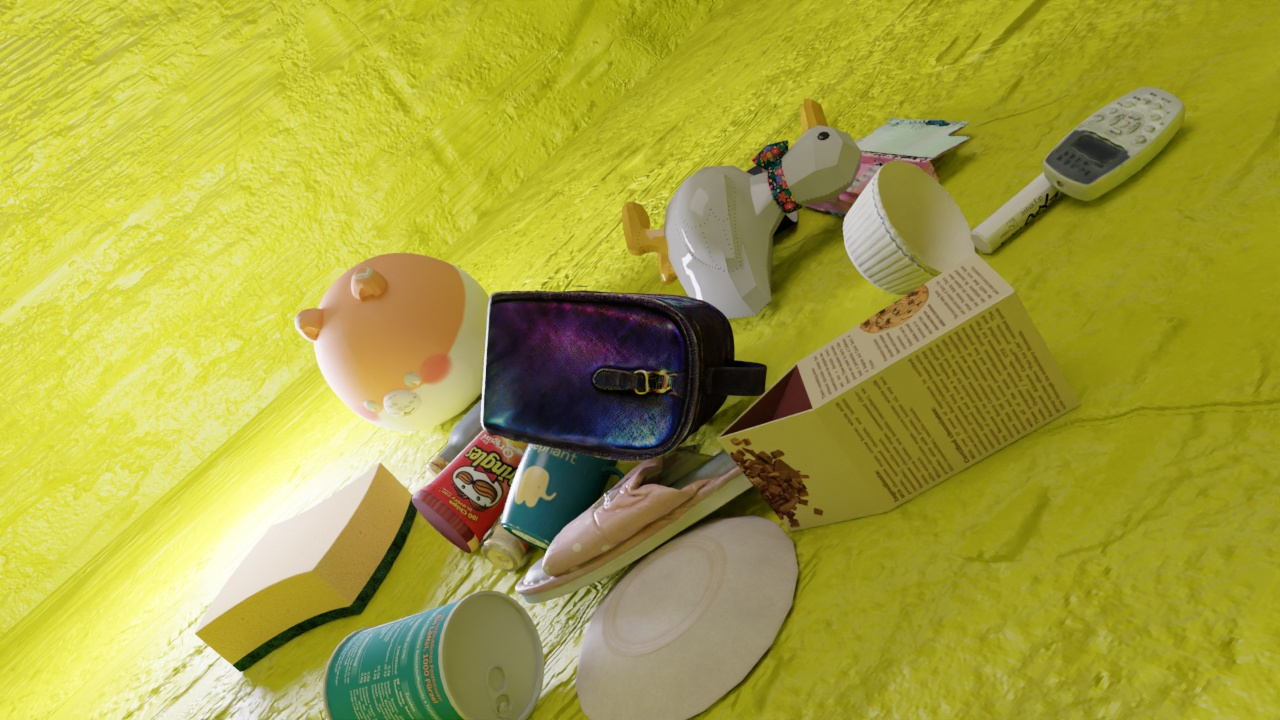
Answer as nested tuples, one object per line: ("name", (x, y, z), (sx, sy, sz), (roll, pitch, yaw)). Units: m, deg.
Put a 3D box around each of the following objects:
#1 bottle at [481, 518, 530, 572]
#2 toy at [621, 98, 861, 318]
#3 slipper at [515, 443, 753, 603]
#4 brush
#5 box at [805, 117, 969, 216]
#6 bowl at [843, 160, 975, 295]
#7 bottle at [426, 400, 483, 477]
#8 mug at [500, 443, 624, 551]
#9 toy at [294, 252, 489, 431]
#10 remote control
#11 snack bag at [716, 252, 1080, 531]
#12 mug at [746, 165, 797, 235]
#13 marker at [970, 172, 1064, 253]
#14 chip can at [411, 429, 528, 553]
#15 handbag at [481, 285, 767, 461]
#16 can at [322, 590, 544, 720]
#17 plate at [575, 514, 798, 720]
("bottle", (-0.113, 0.154, 0.897), (0.044, 0.044, 0.108), (-21, 27, 40))
("toy", (0.116, -0.156, 1.011), (0.268, 0.141, 0.246), (-14, 59, 30))
("slipper", (0.013, 0.107, 0.725), (0.275, 0.054, 0.114), (-31, 1, 9))
("brush", (-0.407, 0.253, 1.134), (0.251, 0.075, 0.194), (-29, 22, 24))
("box", (0.278, -0.225, 1.044), (0.159, 0.035, 0.230), (-39, 20, 0))
("bowl", (0.225, -0.107, 0.793), (0.063, 0.115, 0.115), (-39, 14, 46))
("bottle", (-0.208, 0.090, 1.183), (0.161, 0.046, 0.072), (-47, 22, -22))
("mug", (-0.066, 0.123, 0.839), (0.112, 0.084, 0.104), (16, 68, 29))
("toy", (-0.351, -0.030, 1.357), (0.263, 0.280, 0.265), (-30, 50, 22))
("remote control", (0.386, -0.177, 0.745), (0.114, 0.028, 0.060), (-37, 49, -1))
("snack bag", (0.163, 0.033, 0.611), (0.207, 0.094, 0.069), (-33, 21, 15))
("mug", (0.137, -0.189, 1.147), (0.095, 0.085, 0.121), (-28, 7, 25))
("marker", (0.336, -0.139, 0.780), (0.126, 0.025, 0.025), (-39, 20, -1))
("chip can", (-0.142, 0.101, 0.996), (0.212, 0.087, 0.087), (-47, 22, -25))
("handbag", (-0.005, 0.005, 0.778), (0.222, 0.125, 0.204), (6, 5, 13))
("can", (-0.160, 0.242, 0.708), (0.144, 0.099, 0.099), (-25, 25, 33))
("plate", (0.023, 0.173, 0.648), (0.189, 0.027, 0.188), (-33, 21, 14))
